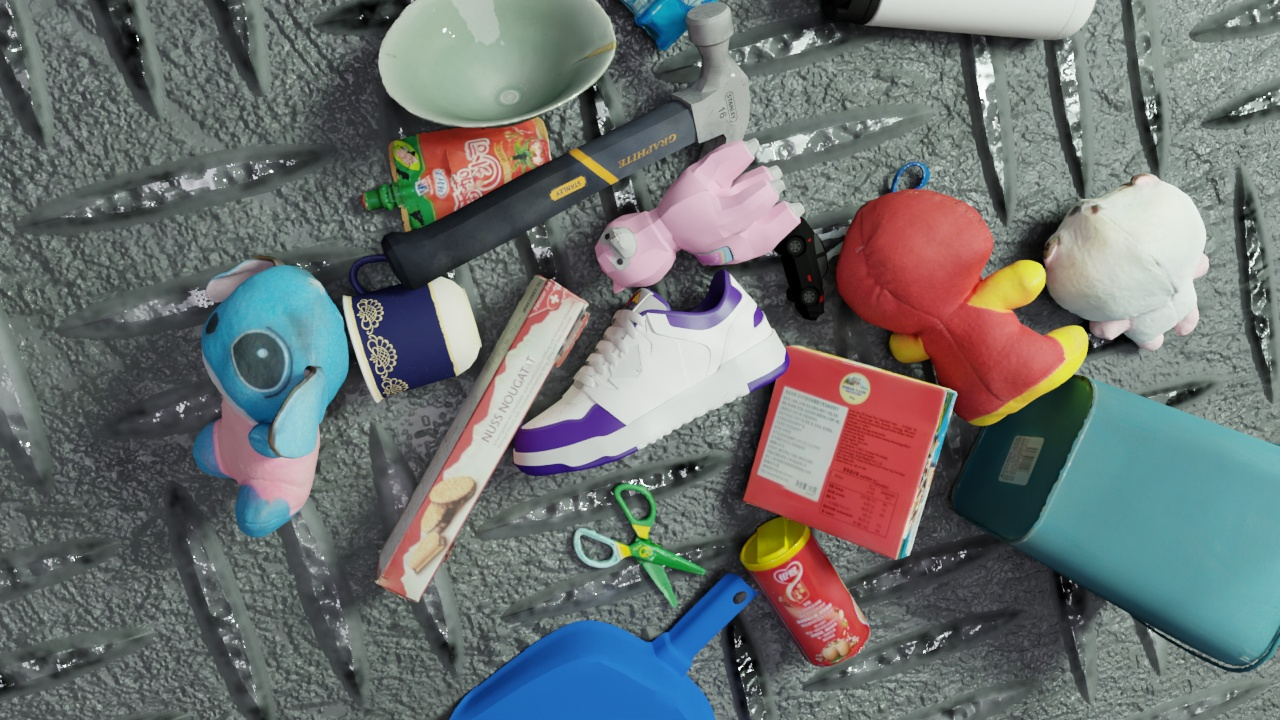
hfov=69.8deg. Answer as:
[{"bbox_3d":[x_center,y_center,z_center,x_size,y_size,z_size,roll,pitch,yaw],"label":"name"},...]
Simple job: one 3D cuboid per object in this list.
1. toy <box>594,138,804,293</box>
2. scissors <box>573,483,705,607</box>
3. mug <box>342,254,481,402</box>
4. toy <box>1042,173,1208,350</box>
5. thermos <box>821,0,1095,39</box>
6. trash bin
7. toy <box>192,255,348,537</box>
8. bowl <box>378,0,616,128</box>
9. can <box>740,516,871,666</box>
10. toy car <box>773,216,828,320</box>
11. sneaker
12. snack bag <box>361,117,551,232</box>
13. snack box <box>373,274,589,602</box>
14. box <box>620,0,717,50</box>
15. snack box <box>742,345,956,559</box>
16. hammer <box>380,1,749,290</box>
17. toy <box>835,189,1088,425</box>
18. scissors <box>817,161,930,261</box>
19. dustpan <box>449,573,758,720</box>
[{"bbox_3d":[0.044,-0.105,0.731,0.158,0.123,0.067,-32,68,15],"label":"toy"},{"bbox_3d":[-0.004,0.174,0.811,0.108,0.012,0.131,-28,101,-5],"label":"scissors"},{"bbox_3d":[-0.178,-0.033,0.715,0.089,0.086,0.112,-17,88,-11],"label":"mug"},{"bbox_3d":[0.445,-0.077,0.821,0.139,0.101,0.179,-41,121,9],"label":"toy"},{"bbox_3d":[0.261,-0.306,0.748,0.229,0.101,0.068,0,100,-10],"label":"thermos"},{"bbox_3d":[0.420,0.120,0.799,0.218,0.196,0.199,24,92,-7],"label":"trash bin"},{"bbox_3d":[-0.265,0.031,0.659,0.098,0.224,0.192,3,118,-38],"label":"toy"},{"bbox_3d":[-0.106,-0.218,0.703,0.174,0.068,0.174,-1,59,2],"label":"bowl"},{"bbox_3d":[0.146,0.205,0.815,0.066,0.067,0.124,-33,103,-5],"label":"can"},{"bbox_3d":[0.142,-0.080,0.786,0.036,0.042,0.092,-19,101,-5],"label":"toy car"},{"bbox_3d":[-0.004,0.004,0.750,0.244,0.092,0.111,-25,98,-9],"label":"sneaker"},{"bbox_3d":[-0.145,-0.142,0.731,0.155,0.044,0.087,-12,87,-2],"label":"snack bag"},{"bbox_3d":[-0.128,0.060,0.740,0.044,0.076,0.273,30,91,-16],"label":"snack box"},{"bbox_3d":[-0.004,-0.382,0.683,0.176,0.060,0.243,-40,104,19],"label":"box"},{"bbox_3d":[0.173,0.074,0.772,0.040,0.143,0.145,7,99,-57],"label":"snack box"},{"bbox_3d":[-0.052,-0.147,0.702,0.312,0.035,0.139,-29,132,-14],"label":"hammer"},{"bbox_3d":[0.255,-0.047,0.762,0.216,0.098,0.148,47,123,-1],"label":"toy"},{"bbox_3d":[0.203,-0.130,0.809,0.135,0.016,0.083,-14,104,-4],"label":"scissors"},{"bbox_3d":[0.009,0.293,0.807,0.245,0.059,0.258,41,99,-13],"label":"dustpan"}]
